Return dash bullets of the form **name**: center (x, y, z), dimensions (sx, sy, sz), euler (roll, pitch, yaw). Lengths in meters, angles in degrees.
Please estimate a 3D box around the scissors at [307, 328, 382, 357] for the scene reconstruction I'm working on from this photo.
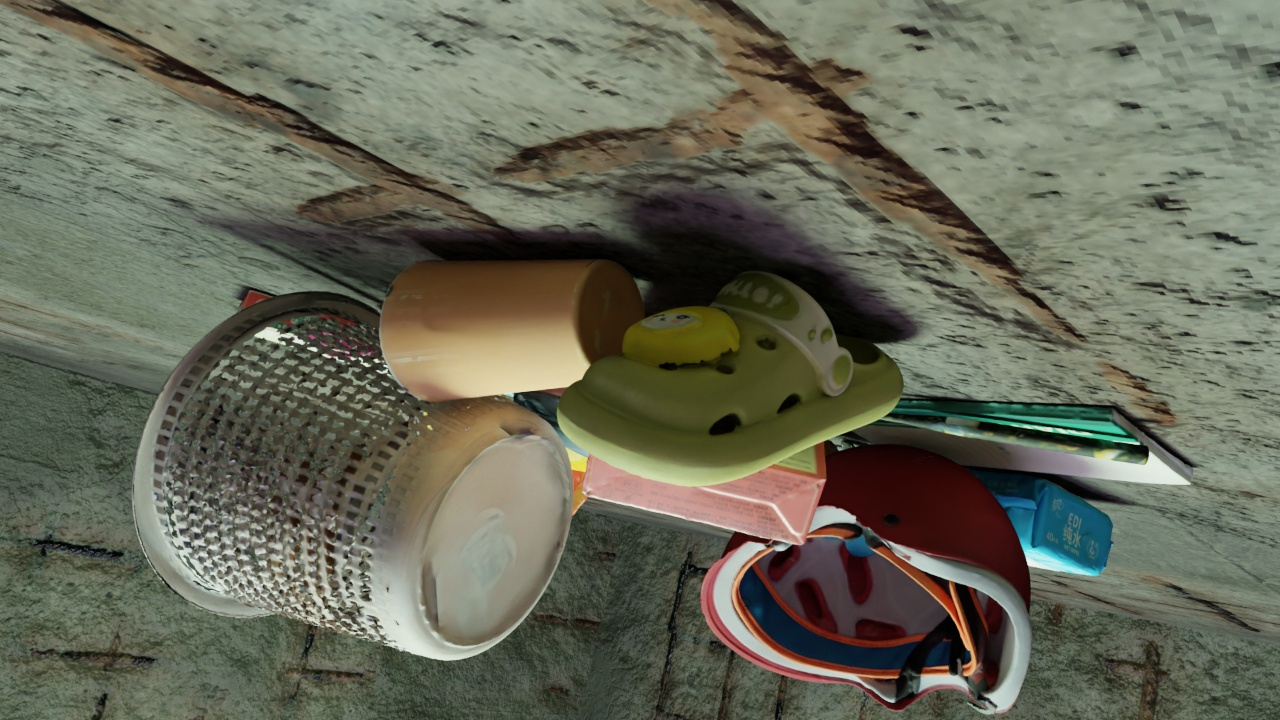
- **scissors**: center (-0.199, -0.005, 0.724), dimensions (0.135, 0.017, 0.133), euler (5, 152, 2)

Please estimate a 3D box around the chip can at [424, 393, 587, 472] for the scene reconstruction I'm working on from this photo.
- **chip can**: center (-0.093, 0.057, 0.843), dimensions (0.213, 0.072, 0.072), euler (14, 168, -9)

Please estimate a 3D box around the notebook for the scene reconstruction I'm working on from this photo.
- **notebook**: center (0.232, 0.051, 0.615), dimensions (0.210, 0.012, 0.150), euler (0, 161, 46)

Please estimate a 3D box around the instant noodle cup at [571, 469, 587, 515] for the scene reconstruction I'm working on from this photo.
- **instant noodle cup**: center (-0.108, 0.103, 0.939), dimensions (0.138, 0.138, 0.108), euler (12, 176, 3)

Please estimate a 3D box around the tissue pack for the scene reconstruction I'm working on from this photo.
- **tissue pack**: center (0.320, 0.132, 0.762), dimensions (0.140, 0.063, 0.090), euler (25, 166, -34)

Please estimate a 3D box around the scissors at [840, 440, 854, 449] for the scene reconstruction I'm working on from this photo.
- **scissors**: center (0.220, 0.145, 0.780), dimensions (0.179, 0.019, 0.170), euler (10, 126, 48)

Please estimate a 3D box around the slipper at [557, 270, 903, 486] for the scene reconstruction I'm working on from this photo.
- **slipper**: center (0.047, -0.002, 0.419), dimensions (0.190, 0.082, 0.092), euler (-10, -161, -38)

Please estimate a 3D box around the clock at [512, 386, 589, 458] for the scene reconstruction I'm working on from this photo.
- **clock**: center (-0.028, 0.029, 0.620), dimensions (0.117, 0.059, 0.159), euler (32, 158, -19)

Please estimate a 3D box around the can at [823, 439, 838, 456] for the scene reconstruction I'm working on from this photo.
- **can**: center (0.090, 0.069, 0.730), dimensions (0.146, 0.058, 0.058), euler (21, 166, -31)

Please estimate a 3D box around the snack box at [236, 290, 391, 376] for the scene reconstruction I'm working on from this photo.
- **snack box**: center (-0.257, -0.018, 0.772), dimensions (0.155, 0.027, 0.077), euler (19, 167, -26)

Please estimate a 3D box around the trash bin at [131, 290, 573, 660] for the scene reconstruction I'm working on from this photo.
- **trash bin**: center (-0.159, 0.083, 0.577), dimensions (0.192, 0.227, 0.227), euler (14, 171, 32)

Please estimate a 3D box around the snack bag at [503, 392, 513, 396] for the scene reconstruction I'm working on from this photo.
- **snack bag**: center (-0.105, 0.017, 0.774), dimensions (0.104, 0.026, 0.048), euler (19, 173, -30)

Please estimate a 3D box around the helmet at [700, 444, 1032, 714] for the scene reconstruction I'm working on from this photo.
- **helmet**: center (0.172, 0.150, 0.687), dimensions (0.241, 0.143, 0.207), euler (-16, 121, 41)

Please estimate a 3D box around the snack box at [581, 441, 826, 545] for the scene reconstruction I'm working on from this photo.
- **snack box**: center (0.037, 0.034, 0.493), dimensions (0.113, 0.044, 0.126), euler (13, -153, 3)

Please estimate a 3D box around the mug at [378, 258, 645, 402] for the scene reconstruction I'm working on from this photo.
- **mug**: center (-0.063, -0.017, 0.470), dimensions (0.123, 0.078, 0.078), euler (-1, 162, 34)

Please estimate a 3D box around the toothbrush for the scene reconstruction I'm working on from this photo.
- **toothbrush**: center (0.198, 0.039, 0.547), dimensions (0.186, 0.012, 0.017), euler (9, 154, 28)
